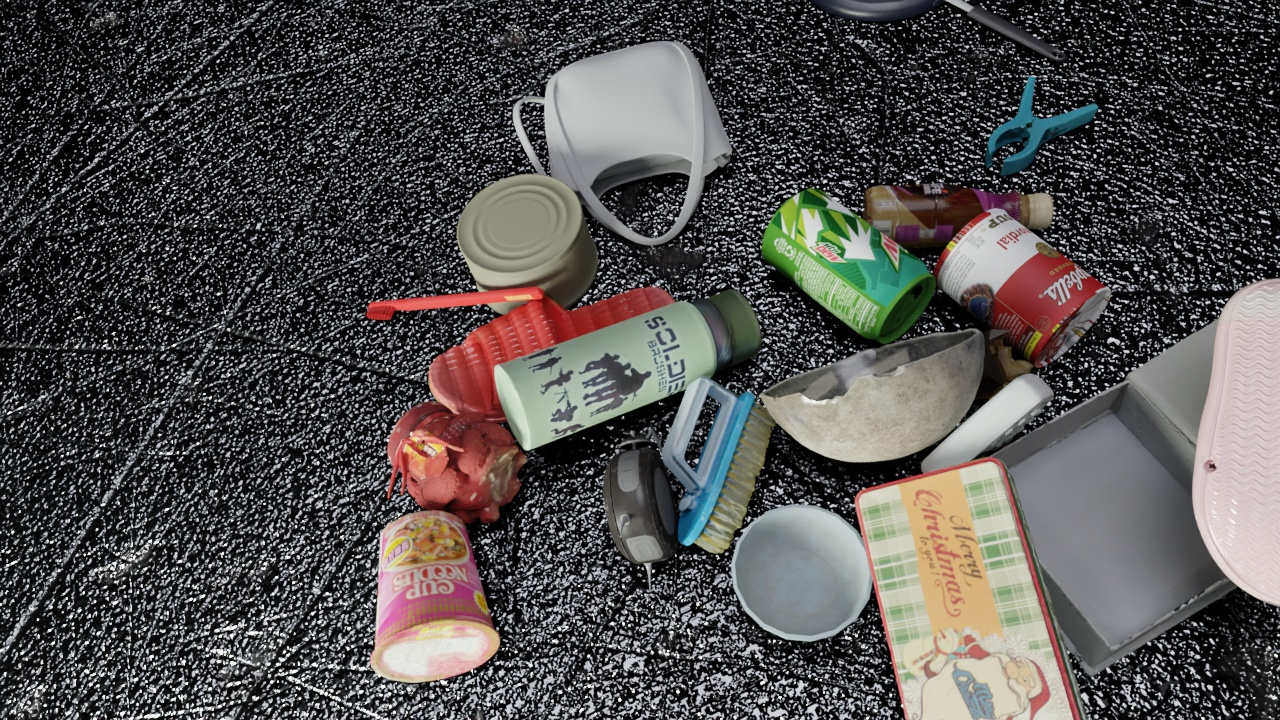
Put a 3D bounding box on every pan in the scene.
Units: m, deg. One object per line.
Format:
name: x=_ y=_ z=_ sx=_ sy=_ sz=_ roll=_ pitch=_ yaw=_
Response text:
pan: x=0.336 y=-0.429 z=1.055 sx=0.198 sy=0.021 sz=0.356 roll=-39 pitch=61 yaw=-14

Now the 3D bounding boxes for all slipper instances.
slipper: x=0.426 y=0.052 z=0.607 sx=0.107 sy=0.055 sz=0.221 roll=1 pitch=77 yaw=25
slipper: x=-0.080 y=-0.016 z=0.853 sx=0.248 sy=0.059 sz=0.103 roll=-18 pitch=57 yaw=-3

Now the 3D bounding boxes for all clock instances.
clock: x=-0.001 y=0.114 z=0.742 sx=0.044 sy=0.091 sz=0.122 roll=-13 pitch=40 yaw=12

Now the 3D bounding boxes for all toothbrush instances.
toothbrush: x=-0.185 y=-0.054 z=0.888 sx=0.213 sy=0.012 sz=0.017 roll=-3 pitch=57 yaw=28

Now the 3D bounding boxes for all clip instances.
clip: x=0.384 y=-0.237 z=0.926 sx=0.102 sy=0.027 sz=0.119 roll=34 pitch=70 yaw=29

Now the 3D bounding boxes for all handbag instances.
handbag: x=-0.015 y=-0.214 z=0.969 sx=0.216 sy=0.096 sz=0.222 roll=-13 pitch=70 yaw=3

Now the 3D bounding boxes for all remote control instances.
remote control: x=0.270 y=0.056 z=0.715 sx=0.114 sy=0.060 sz=0.028 roll=-48 pitch=63 yaw=23

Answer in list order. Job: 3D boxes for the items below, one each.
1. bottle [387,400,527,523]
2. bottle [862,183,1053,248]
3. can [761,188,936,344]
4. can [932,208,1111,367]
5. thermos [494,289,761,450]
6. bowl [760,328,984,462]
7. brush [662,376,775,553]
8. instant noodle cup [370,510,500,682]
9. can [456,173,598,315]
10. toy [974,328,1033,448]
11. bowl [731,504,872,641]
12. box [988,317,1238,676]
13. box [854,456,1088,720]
bottle: x=-0.160 y=0.088 z=0.782 sx=0.111 sy=0.099 sz=0.098 roll=29 pitch=67 yaw=29
bottle: x=0.295 y=-0.136 z=0.858 sx=0.166 sy=0.060 sz=0.059 roll=-1 pitch=59 yaw=10
can: x=0.187 y=-0.086 z=0.833 sx=0.083 sy=0.083 sz=0.144 roll=-39 pitch=60 yaw=-14
can: x=0.326 y=-0.063 z=0.792 sx=0.086 sy=0.087 sz=0.116 roll=-35 pitch=60 yaw=-12
thermos: x=-0.005 y=0.005 z=0.795 sx=0.231 sy=0.082 sz=0.082 roll=-21 pitch=56 yaw=-20
bowl: x=0.191 y=0.036 z=0.732 sx=0.178 sy=0.178 sz=0.081 roll=-18 pitch=94 yaw=-1
brush: x=0.055 y=0.087 z=0.754 sx=0.075 sy=0.055 sz=0.135 roll=29 pitch=63 yaw=-12
instant noodle cup: x=-0.168 y=0.183 z=0.732 sx=0.097 sy=0.098 sz=0.108 roll=-17 pitch=51 yaw=-1
can: x=-0.111 y=-0.114 z=0.909 sx=0.128 sy=0.073 sz=0.127 roll=-5 pitch=58 yaw=7
toy: x=0.297 y=0.025 z=0.762 sx=0.063 sy=0.076 sz=0.100 roll=-18 pitch=79 yaw=30
bowl: x=0.125 y=0.169 z=0.714 sx=0.106 sy=0.039 sz=0.106 roll=-5 pitch=58 yaw=7
box: x=0.439 y=0.065 z=0.688 sx=0.368 sy=0.098 sz=0.166 roll=-32 pitch=59 yaw=-2
box: x=0.230 y=0.179 z=0.648 sx=0.118 sy=0.051 sz=0.205 roll=-18 pitch=64 yaw=24
